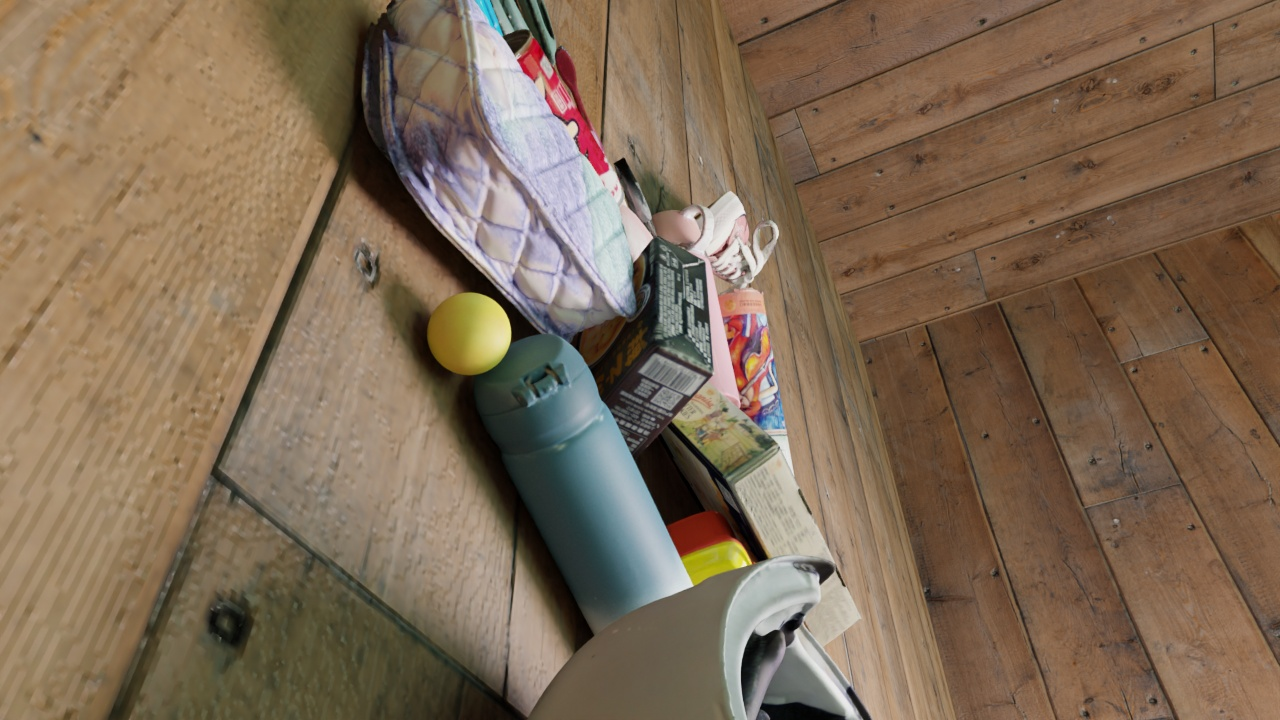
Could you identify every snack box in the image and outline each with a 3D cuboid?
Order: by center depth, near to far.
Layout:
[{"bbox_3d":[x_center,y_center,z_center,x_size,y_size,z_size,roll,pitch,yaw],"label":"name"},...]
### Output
[{"bbox_3d":[-0.003,0.003,0.591,0.053,0.126,0.113,26,37,-21],"label":"snack box"},{"bbox_3d":[0.043,0.154,0.615,0.080,0.082,0.091,-101,167,-72],"label":"snack box"},{"bbox_3d":[0.071,0.095,0.679,0.178,0.045,0.182,61,-8,-32],"label":"snack box"}]

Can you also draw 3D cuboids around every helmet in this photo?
[{"bbox_3d":[0.023,0.216,0.362,0.228,0.146,0.259,-73,150,-60],"label":"helmet"}]

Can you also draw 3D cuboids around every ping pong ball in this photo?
[{"bbox_3d":[-0.083,-0.013,0.447,0.040,0.040,0.040,-18,90,-73],"label":"ping pong ball"}]

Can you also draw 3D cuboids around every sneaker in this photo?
[{"bbox_3d":[0.099,-0.124,1.038,0.088,0.118,0.240,52,10,6],"label":"sneaker"}]

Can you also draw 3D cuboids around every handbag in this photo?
[{"bbox_3d":[-0.074,-0.103,0.517,0.194,0.076,0.134,51,22,-52],"label":"handbag"}]

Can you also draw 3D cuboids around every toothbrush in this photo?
[{"bbox_3d":[-0.036,-0.177,0.784,0.017,0.016,0.188,-94,165,-56],"label":"toothbrush"}]

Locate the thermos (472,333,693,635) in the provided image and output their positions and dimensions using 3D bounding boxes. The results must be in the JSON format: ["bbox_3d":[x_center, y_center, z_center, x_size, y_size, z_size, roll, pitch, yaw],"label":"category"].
[{"bbox_3d":[-0.020,0.091,0.498,0.070,0.070,0.220,-68,136,-65],"label":"thermos"}]

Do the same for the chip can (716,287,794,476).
[{"bbox_3d":[0.099,0.043,0.865,0.071,0.071,0.214,18,62,-69],"label":"chip can"}]

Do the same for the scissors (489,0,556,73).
[{"bbox_3d":[-0.087,-0.268,0.743,0.175,0.019,0.175,-93,158,-45],"label":"scissors"}]

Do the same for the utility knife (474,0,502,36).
[{"bbox_3d":[-0.105,-0.227,0.647,0.034,0.018,0.205,-63,134,-68],"label":"utility knife"}]

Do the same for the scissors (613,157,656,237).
[{"bbox_3d":[0.018,-0.094,0.787,0.150,0.014,0.170,-123,-172,-80],"label":"scissors"}]

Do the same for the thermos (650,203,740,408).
[{"bbox_3d":[0.045,-0.046,0.812,0.067,0.087,0.198,16,54,-35],"label":"thermos"}]

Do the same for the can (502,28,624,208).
[{"bbox_3d":[-0.063,-0.154,0.629,0.133,0.053,0.053,56,23,-35],"label":"can"}]

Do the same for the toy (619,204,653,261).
[{"bbox_3d":[-0.010,-0.084,0.731,0.121,0.054,0.159,60,8,-33],"label":"toy"}]
